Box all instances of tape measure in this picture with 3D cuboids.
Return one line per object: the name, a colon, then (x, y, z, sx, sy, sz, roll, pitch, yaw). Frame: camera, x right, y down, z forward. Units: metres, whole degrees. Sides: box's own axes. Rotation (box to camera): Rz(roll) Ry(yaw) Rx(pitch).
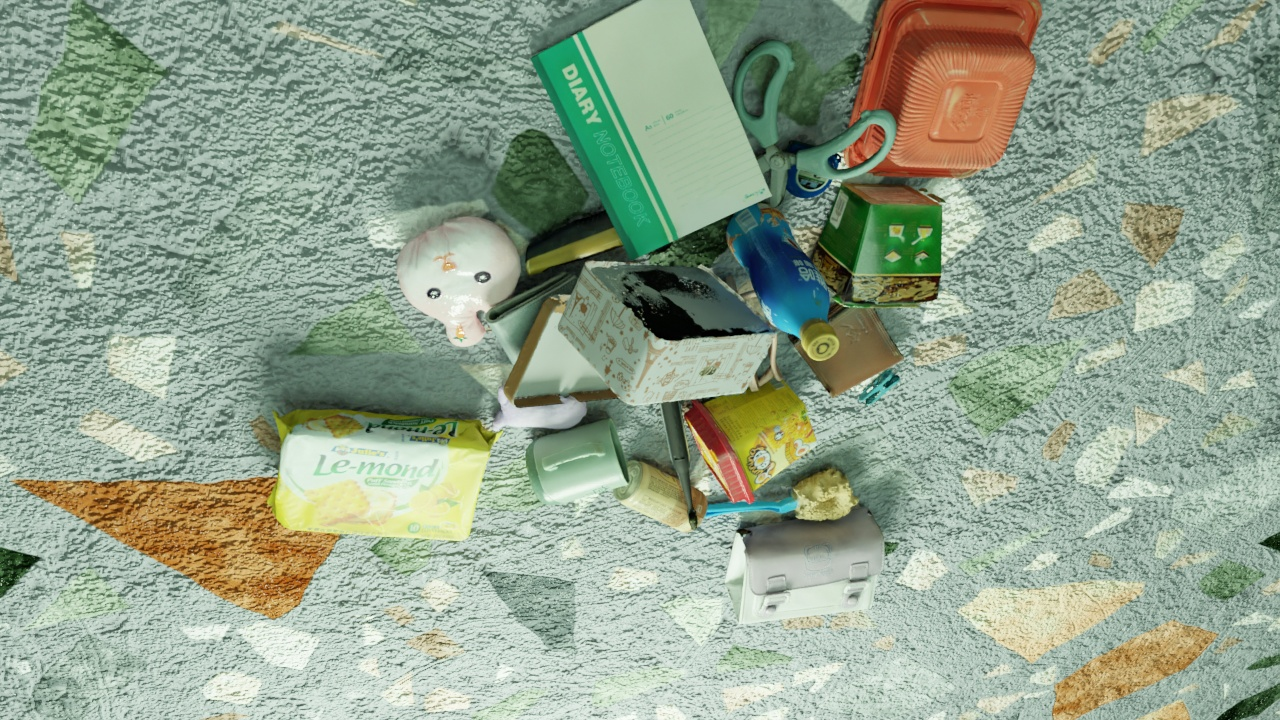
tape measure: (0.167, -0.192, 0.925, 0.058, 0.025, 0.055, 14, 125, -13)

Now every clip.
clip: (0.296, 0.034, 1.139, 0.045, 0.014, 0.057, 28, 116, -31)

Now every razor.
razor: (-0.038, -0.122, 0.918, 0.167, 0.062, 0.067, -19, 99, 8)

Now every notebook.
notebook: (0.012, -0.214, 0.842, 0.150, 0.012, 0.209, -24, 110, 8)

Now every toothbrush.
toothbrush: (0.047, 0.114, 1.102, 0.026, 0.027, 0.213, -10, 114, 3)

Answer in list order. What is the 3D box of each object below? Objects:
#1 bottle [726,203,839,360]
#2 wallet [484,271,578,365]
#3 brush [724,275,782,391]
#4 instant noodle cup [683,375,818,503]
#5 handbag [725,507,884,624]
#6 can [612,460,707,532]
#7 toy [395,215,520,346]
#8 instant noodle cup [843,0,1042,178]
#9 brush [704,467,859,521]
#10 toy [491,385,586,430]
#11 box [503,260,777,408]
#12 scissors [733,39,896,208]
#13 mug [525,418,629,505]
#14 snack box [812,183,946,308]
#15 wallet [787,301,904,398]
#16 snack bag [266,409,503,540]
bottle: (0.141, -0.076, 0.886, 0.065, 0.218, 0.065, -7, 128, -9)
wallet: (-0.093, -0.028, 0.964, 0.106, 0.037, 0.130, -27, 145, -4)
brush: (0.118, -0.022, 1.023, 0.073, 0.063, 0.146, -13, 131, 10)
instant noodle cup: (0.134, 0.086, 1.089, 0.123, 0.116, 0.116, -29, 129, -5)
handbag: (0.228, 0.287, 1.275, 0.197, 0.098, 0.145, -6, 123, -9)
can: (0.026, 0.172, 1.158, 0.116, 0.058, 0.059, 30, 116, -31)
toy: (-0.173, -0.075, 0.927, 0.121, 0.054, 0.159, -19, 137, 3)
instant noodle cup: (0.292, -0.250, 0.875, 0.164, 0.079, 0.189, -2, 129, -11)
brush: (0.166, 0.192, 1.223, 0.254, 0.045, 0.083, -8, 132, -1)
toy: (-0.115, 0.059, 1.051, 0.108, 0.038, 0.084, 2, 144, -18)
box: (0.000, 0.006, 0.917, 0.180, 0.157, 0.198, -3, 131, -46)
scissors: (0.144, -0.228, 0.869, 0.171, 0.019, 0.181, -17, 120, 34)
mug: (-0.077, 0.118, 1.064, 0.106, 0.082, 0.112, -15, 166, 4)
snack box: (0.246, -0.124, 0.951, 0.117, 0.118, 0.106, -1, 115, -13)
wallet: (0.243, -0.016, 1.078, 0.101, 0.032, 0.124, -34, 128, 11)
snack bag: (-0.292, 0.127, 1.045, 0.246, 0.068, 0.158, 7, 126, -18)
